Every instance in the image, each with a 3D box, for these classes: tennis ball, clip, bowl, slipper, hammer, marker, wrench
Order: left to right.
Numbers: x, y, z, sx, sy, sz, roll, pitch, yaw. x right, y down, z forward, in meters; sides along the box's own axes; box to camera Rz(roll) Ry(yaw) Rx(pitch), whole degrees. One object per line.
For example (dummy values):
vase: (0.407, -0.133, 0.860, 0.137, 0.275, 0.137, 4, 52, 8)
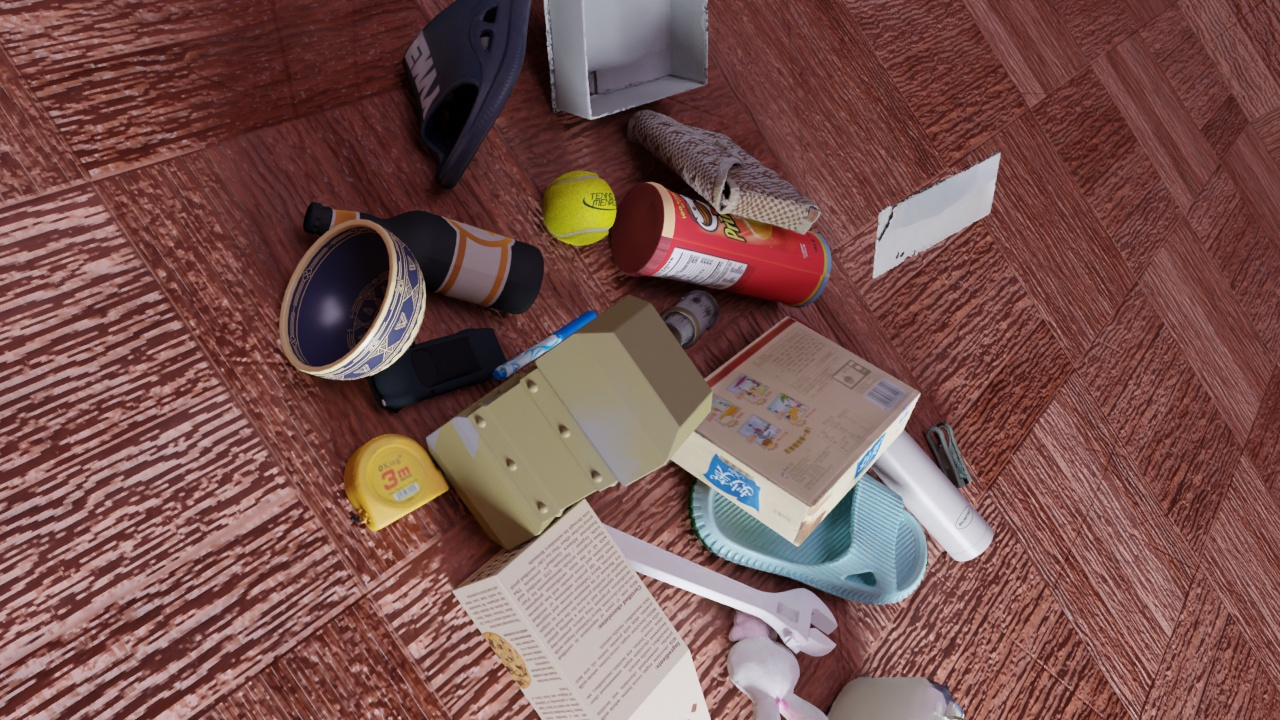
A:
bowl: (-0.193, -0.036, 0.648, 0.061, 0.113, 0.112, 30, 51, -52)
slipper: (-0.149, -0.271, 0.781, 0.083, 0.111, 0.267, 22, 55, -24)
marker: (-0.077, -0.013, 0.761, 0.013, 0.013, 0.141, 56, 37, -3)
tennis ball: (-0.054, -0.135, 0.816, 0.065, 0.066, 0.065, 15, 62, -31)
hammer: (-0.004, 0.004, 0.749, 0.100, 0.191, 0.323, 55, 32, -4)
wrench: (0.057, 0.187, 0.770, 0.273, 0.018, 0.066, 26, 29, -19)
slipper: (0.170, 0.153, 0.840, 0.276, 0.070, 0.115, 17, 61, -23)
clip: (0.347, 0.108, 1.037, 0.043, 0.023, 0.076, -14, 81, -41)

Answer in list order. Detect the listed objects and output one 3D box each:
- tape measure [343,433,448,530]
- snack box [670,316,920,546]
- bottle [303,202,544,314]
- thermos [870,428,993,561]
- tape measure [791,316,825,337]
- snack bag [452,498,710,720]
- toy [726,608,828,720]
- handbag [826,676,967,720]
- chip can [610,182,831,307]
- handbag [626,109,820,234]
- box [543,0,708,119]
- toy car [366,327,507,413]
tape measure: (-0.179, 0.083, 0.648, 0.068, 0.030, 0.059, -30, 89, -43)
snack box: (0.136, 0.055, 0.832, 0.153, 0.055, 0.206, 33, 45, 24)
bottle: (-0.167, -0.085, 0.713, 0.181, 0.059, 0.059, 15, 62, -31)
thermos: (0.280, 0.116, 0.962, 0.224, 0.052, 0.052, 47, 50, -11)
tape measure: (0.173, -0.012, 0.961, 0.059, 0.019, 0.051, 32, 54, -22)
snack bag: (-0.031, 0.219, 0.672, 0.094, 0.070, 0.206, -37, 94, -41)
toy: (0.106, 0.263, 0.773, 0.075, 0.037, 0.125, 5, 46, -32)
handbag: (0.219, 0.332, 0.738, 0.074, 0.176, 0.150, 52, 49, -8)
chip can: (0.082, -0.107, 0.892, 0.213, 0.087, 0.087, 8, 65, -35)
handbag: (0.079, -0.189, 0.893, 0.124, 0.047, 0.185, 7, 31, -38)
box: (0.056, -0.422, 0.716, 0.166, 0.530, 0.234, -28, 85, -34)
toy car: (-0.153, 0.004, 0.700, 0.111, 0.034, 0.046, -19, 82, -40)
